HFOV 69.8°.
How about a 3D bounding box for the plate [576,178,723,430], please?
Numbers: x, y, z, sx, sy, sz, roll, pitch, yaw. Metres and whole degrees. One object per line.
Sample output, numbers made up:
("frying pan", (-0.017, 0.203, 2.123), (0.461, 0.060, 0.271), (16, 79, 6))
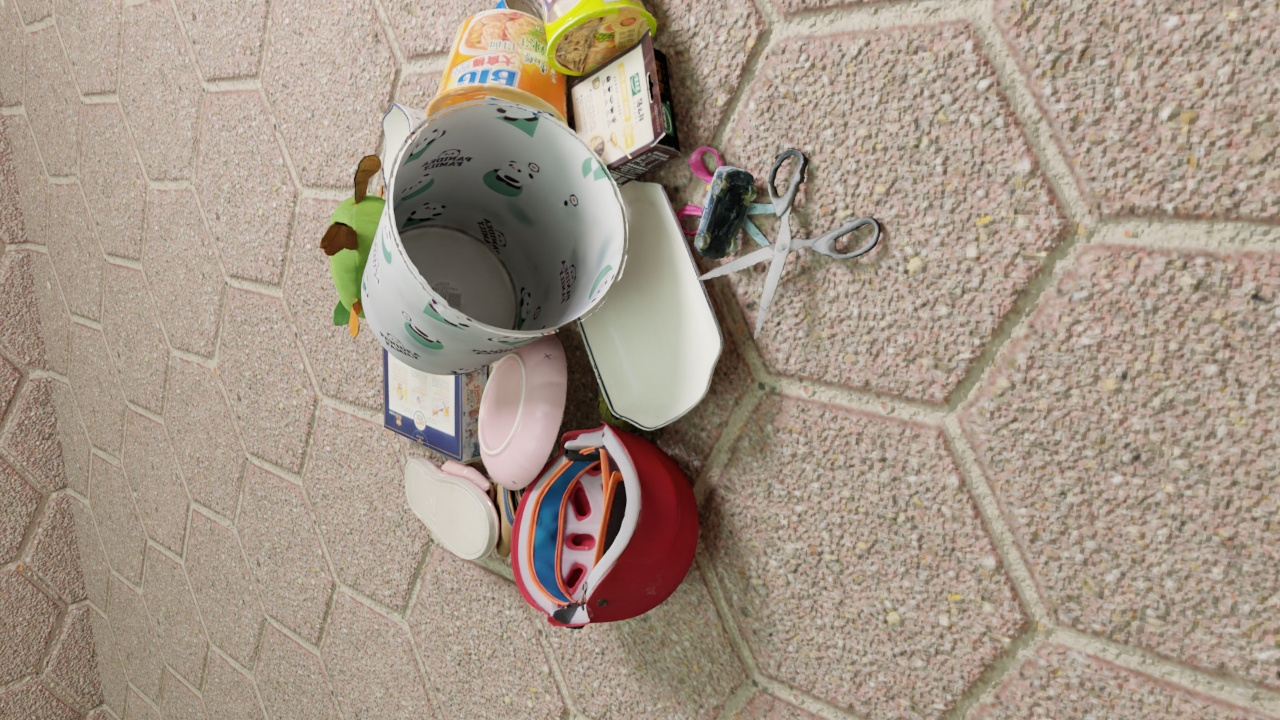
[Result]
("plate", (0.004, -0.060, 0.940), (0.162, 0.034, 0.265), (-36, 65, 33))

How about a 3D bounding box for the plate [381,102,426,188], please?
("plate", (-0.277, -0.215, 1.139), (0.205, 0.045, 0.205), (170, 90, -66))

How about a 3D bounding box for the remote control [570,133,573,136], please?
("remote control", (-0.115, -0.238, 1.043), (0.125, 0.024, 0.049), (17, 111, 37))

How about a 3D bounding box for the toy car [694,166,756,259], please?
("toy car", (0.077, -0.140, 0.867), (0.034, 0.042, 0.091), (46, 128, 48))

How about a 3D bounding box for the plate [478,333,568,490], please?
("plate", (-0.147, 0.054, 1.076), (0.193, 0.039, 0.192), (-32, 51, 49))

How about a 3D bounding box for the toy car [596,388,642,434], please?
("toy car", (-0.006, 0.006, 0.997), (0.070, 0.042, 0.158), (30, 117, 33))

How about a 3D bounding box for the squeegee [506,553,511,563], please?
("squeegee", (-0.079, 0.203, 1.113), (0.250, 0.040, 0.248), (27, 117, 34))

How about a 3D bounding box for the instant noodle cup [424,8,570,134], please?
("instant noodle cup", (-0.142, -0.285, 0.966), (0.152, 0.151, 0.111), (-16, 61, 43))

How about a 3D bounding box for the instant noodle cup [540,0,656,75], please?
("instant noodle cup", (-0.054, -0.366, 0.907), (0.112, 0.111, 0.123), (-27, 75, 42))

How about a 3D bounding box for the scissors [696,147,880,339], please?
("scissors", (0.128, -0.108, 0.834), (0.179, 0.014, 0.159), (-16, 79, 26))

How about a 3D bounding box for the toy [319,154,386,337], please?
("toy", (-0.347, -0.134, 1.157), (0.247, 0.090, 0.226), (109, 168, -61))

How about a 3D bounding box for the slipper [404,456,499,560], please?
("slipper", (-0.250, 0.193, 1.245), (0.275, 0.054, 0.114), (12, 104, 53))

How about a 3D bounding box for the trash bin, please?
("trash bin", (-0.170, -0.101, 0.936), (0.253, 0.229, 0.229), (-28, 81, 59))

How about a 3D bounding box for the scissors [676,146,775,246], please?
("scissors", (0.083, -0.144, 0.897), (0.133, 0.017, 0.119), (52, 128, 15))

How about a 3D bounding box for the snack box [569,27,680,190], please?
("snack box", (-0.012, -0.245, 0.912), (0.126, 0.053, 0.113), (-17, 75, 40))

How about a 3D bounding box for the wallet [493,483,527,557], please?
("wallet", (-0.163, 0.185, 1.154), (0.116, 0.033, 0.090), (118, 148, -49))

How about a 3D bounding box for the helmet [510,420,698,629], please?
("helmet", (-0.029, 0.184, 0.987), (0.241, 0.143, 0.206), (-29, 52, 52))

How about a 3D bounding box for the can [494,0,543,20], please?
("can", (-0.164, -0.351, 1.038), (0.135, 0.053, 0.053), (-37, 75, 41))

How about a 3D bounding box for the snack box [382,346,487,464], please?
("snack box", (-0.282, 0.027, 1.245), (0.178, 0.045, 0.183), (17, 112, 38))
